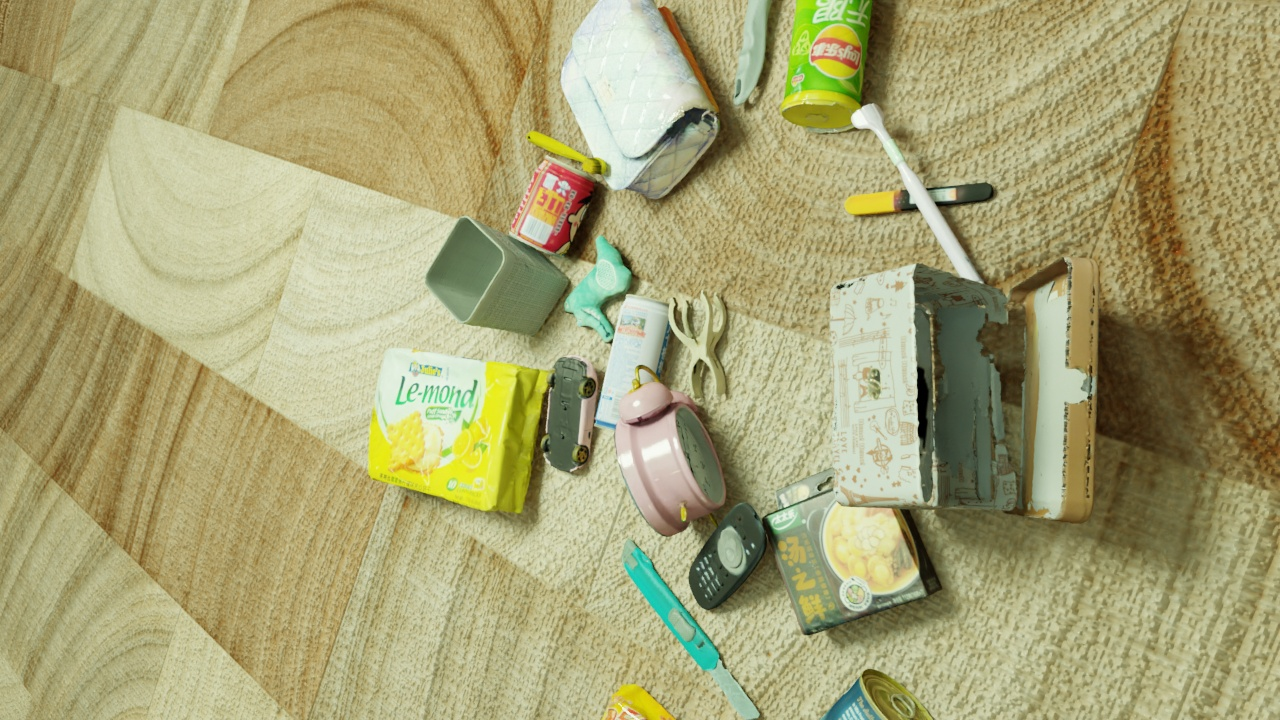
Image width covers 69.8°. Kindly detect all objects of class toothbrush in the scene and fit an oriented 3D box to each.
[{"bbox_3d":[-0.084,-0.224,0.983,0.190,0.016,0.016,38,129,54],"label":"toothbrush"},{"bbox_3d":[0.234,-0.134,0.765,0.029,0.021,0.189,-26,76,-6],"label":"toothbrush"}]

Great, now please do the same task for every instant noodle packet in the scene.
[{"bbox_3d":[0.005,0.375,0.841,0.128,0.044,0.111,28,94,35],"label":"instant noodle packet"}]

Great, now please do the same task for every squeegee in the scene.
[{"bbox_3d":[0.114,-0.370,0.886,0.247,0.039,0.246,13,102,62],"label":"squeegee"}]

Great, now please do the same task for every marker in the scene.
[{"bbox_3d":[0.236,-0.138,0.784,0.124,0.015,0.018,-1,83,32],"label":"marker"}]

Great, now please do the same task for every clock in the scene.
[{"bbox_3d":[0.024,0.078,0.835,0.060,0.117,0.158,-26,70,18],"label":"clock"}]

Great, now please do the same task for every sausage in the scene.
[{"bbox_3d":[0.046,-0.305,0.941,0.021,0.021,0.165,-33,64,26],"label":"sausage"}]

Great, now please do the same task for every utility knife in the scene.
[{"bbox_3d":[0.041,0.248,0.854,0.207,0.013,0.029,47,109,31],"label":"utility knife"}]

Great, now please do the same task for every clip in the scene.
[{"bbox_3d":[0.069,-0.022,0.870,0.084,0.034,0.104,-32,70,28],"label":"clip"}]

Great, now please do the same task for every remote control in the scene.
[{"bbox_3d":[0.080,0.174,0.813,0.053,0.024,0.137,64,143,32],"label":"remote control"}]

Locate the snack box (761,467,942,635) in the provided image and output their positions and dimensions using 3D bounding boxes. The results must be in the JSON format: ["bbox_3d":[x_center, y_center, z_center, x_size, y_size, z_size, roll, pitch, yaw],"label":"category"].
[{"bbox_3d":[0.170,0.149,0.763,0.113,0.053,0.125,-29,72,28],"label":"snack box"}]

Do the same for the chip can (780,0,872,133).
[{"bbox_3d":[0.174,-0.323,0.824,0.073,0.072,0.221,4,84,35],"label":"chip can"}]

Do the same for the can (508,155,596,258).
[{"bbox_3d":[-0.093,-0.165,0.987,0.066,0.066,0.094,31,100,35],"label":"can"}]

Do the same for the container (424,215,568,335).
[{"bbox_3d":[-0.150,-0.086,0.983,0.090,0.114,0.090,44,107,32],"label":"container"}]

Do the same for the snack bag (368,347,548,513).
[{"bbox_3d":[-0.207,0.074,1.025,0.247,0.068,0.158,8,87,36],"label":"snack bag"}]

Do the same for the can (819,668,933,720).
[{"bbox_3d":[0.169,0.308,0.717,0.075,0.075,0.111,46,108,32],"label":"can"}]

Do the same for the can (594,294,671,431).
[{"bbox_3d":[-0.005,0.005,0.904,0.053,0.053,0.134,13,89,36],"label":"can"}]

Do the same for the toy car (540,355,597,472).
[{"bbox_3d":[-0.071,0.055,0.954,0.056,0.037,0.122,15,103,38],"label":"toy car"}]

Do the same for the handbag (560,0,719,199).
[{"bbox_3d":[-0.006,-0.269,0.929,0.134,0.075,0.193,-44,59,35],"label":"handbag"}]

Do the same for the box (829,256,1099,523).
[{"bbox_3d":[0.253,0.025,0.660,0.178,0.152,0.182,-11,75,53],"label":"box"}]

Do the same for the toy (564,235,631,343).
[{"bbox_3d":[-0.042,-0.068,0.960,0.092,0.030,0.096,-44,67,26],"label":"toy"}]
